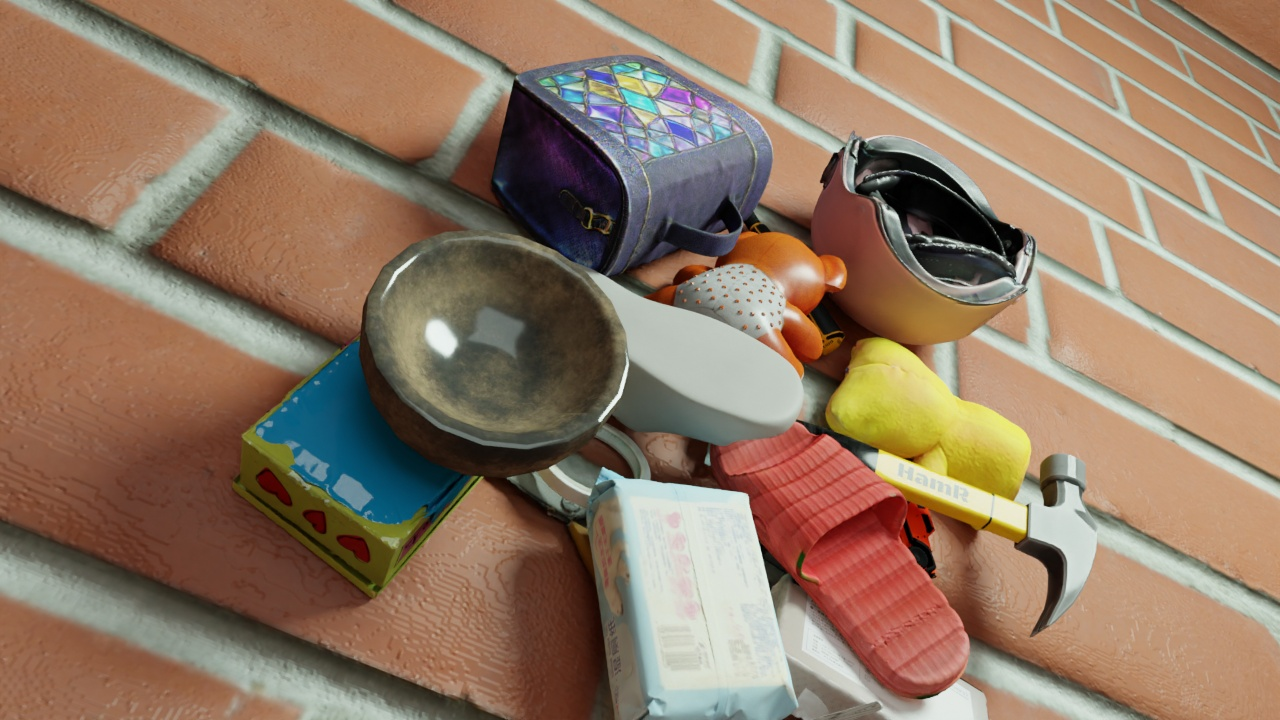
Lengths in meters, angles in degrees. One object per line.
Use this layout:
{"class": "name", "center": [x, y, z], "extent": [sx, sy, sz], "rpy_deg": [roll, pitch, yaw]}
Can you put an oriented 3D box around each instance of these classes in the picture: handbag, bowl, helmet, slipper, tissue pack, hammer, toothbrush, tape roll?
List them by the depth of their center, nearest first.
{"class": "toothbrush", "center": [0.082, 0.221, 0.539], "extent": [0.010, 0.182, 0.010], "rpy_deg": [-6, 64, -38]}
{"class": "bowl", "center": [-0.093, 0.002, 0.570], "extent": [0.162, 0.070, 0.162], "rpy_deg": [12, 52, -16]}
{"class": "tissue pack", "center": [0.028, 0.160, 0.614], "extent": [0.112, 0.070, 0.181], "rpy_deg": [7, 51, -24]}
{"class": "tissue pack", "center": [0.161, 0.244, 0.659], "extent": [0.181, 0.071, 0.103], "rpy_deg": [34, 29, -5]}
{"class": "slipper", "center": [0.147, 0.124, 0.668], "extent": [0.103, 0.059, 0.248], "rpy_deg": [-28, 62, -22]}
{"class": "tape roll", "center": [-0.037, 0.076, 0.689], "extent": [0.093, 0.013, 0.092], "rpy_deg": [20, 31, -13]}
{"class": "slipper", "center": [-0.004, 0.004, 0.726], "extent": [0.266, 0.081, 0.112], "rpy_deg": [24, 36, 13]}
{"class": "hammer", "center": [0.218, 0.102, 0.754], "extent": [0.324, 0.034, 0.169], "rpy_deg": [21, 52, 1]}
{"class": "handbag", "center": [0.001, -0.169, 0.831], "extent": [0.222, 0.126, 0.204], "rpy_deg": [41, 43, 22]}
{"class": "helmet", "center": [0.278, -0.119, 0.954], "extent": [0.230, 0.153, 0.254], "rpy_deg": [19, 45, -13]}
{"class": "hammer", "center": [0.125, -0.138, 0.966], "extent": [0.123, 0.036, 0.320], "rpy_deg": [-6, 56, -35]}

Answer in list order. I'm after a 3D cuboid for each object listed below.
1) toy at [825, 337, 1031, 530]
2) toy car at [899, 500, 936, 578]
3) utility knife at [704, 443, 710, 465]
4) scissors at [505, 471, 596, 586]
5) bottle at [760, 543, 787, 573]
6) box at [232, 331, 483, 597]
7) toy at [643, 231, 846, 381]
{"class": "toy", "center": [0.270, 0.064, 0.849], "extent": [0.194, 0.088, 0.134], "rpy_deg": [36, 48, -1]}
{"class": "toy car", "center": [0.221, 0.146, 0.775], "extent": [0.048, 0.051, 0.100], "rpy_deg": [7, 51, -23]}
{"class": "utility knife", "center": [0.085, 0.016, 0.825], "extent": [0.030, 0.019, 0.218], "rpy_deg": [25, 41, -4]}
{"class": "scissors", "center": [-0.043, 0.123, 0.663], "extent": [0.228, 0.016, 0.133], "rpy_deg": [29, 46, -5]}
{"class": "bottle", "center": [0.149, 0.173, 0.725], "extent": [0.113, 0.030, 0.030], "rpy_deg": [34, 45, -2]}
{"class": "box", "center": [-0.150, 0.034, 0.621], "extent": [0.124, 0.082, 0.220], "rpy_deg": [34, 51, 2]}
{"class": "toy", "center": [0.098, -0.053, 0.825], "extent": [0.164, 0.093, 0.172], "rpy_deg": [25, 48, 26]}
